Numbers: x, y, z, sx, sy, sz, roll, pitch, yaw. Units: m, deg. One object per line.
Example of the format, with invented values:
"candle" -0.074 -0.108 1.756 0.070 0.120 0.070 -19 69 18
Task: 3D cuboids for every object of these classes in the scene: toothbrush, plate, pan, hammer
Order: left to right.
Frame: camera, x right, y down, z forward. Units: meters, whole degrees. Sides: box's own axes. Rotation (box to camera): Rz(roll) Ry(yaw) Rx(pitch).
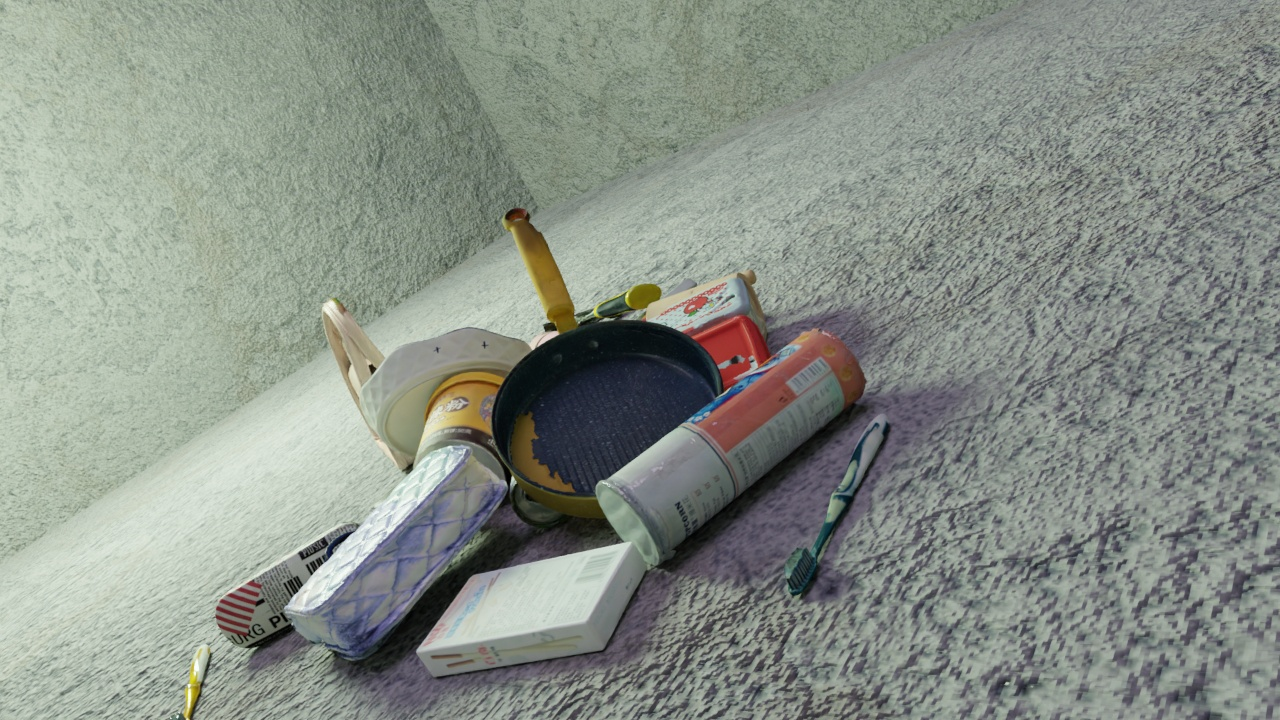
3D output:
"toothbrush" -0.420 0.303 0.856 0.016 0.018 0.191 -31 16 -14
"plate" -0.209 0.046 1.039 0.205 0.205 0.045 -27 56 6
"pan" -0.058 -0.016 0.820 0.197 0.078 0.357 -21 45 -10
"hammer" -0.047 -0.065 1.218 0.126 0.032 0.324 -23 4 -16
"toothbrush" 0.131 0.084 0.598 0.016 0.018 0.191 -16 20 39

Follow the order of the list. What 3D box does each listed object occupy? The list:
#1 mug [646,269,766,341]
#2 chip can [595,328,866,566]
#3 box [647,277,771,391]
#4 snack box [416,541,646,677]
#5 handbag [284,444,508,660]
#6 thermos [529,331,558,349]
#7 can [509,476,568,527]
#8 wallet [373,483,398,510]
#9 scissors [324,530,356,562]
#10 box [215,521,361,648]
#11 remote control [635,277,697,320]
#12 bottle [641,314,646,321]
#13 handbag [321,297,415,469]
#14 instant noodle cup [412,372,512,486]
"mug" 0.074 -0.049 0.984 0.104 0.084 0.124 -20 26 22
"chip can" 0.072 0.059 0.683 0.214 0.071 0.071 -35 17 -22
"box" 0.020 0.002 0.877 0.201 0.058 0.161 -25 44 13
"snack box" -0.077 0.176 0.650 0.157 0.027 0.084 -19 19 30
"handbag" -0.205 0.163 0.783 0.193 0.075 0.134 -48 17 -30
"thermos" -0.079 -0.005 1.162 0.087 0.067 0.199 -11 7 -22
"can" -0.089 0.099 0.853 0.058 0.058 0.146 -27 16 4
"wallet" -0.236 0.142 1.047 0.123 0.020 0.096 -14 21 36
"scissors" -0.221 0.174 0.895 0.172 0.012 0.133 -5 39 -33
"box" -0.331 0.217 0.892 0.164 0.069 0.052 -29 25 -10
"remote control" 0.023 -0.048 1.131 0.019 0.056 0.134 31 52 25
"bottle" -0.006 0.006 1.003 0.058 0.057 0.174 -18 19 33
"handbag" -0.355 0.021 1.223 0.093 0.234 0.193 -36 17 -19
"instant noodle cup" -0.173 0.090 0.938 0.119 0.118 0.114 -24 24 15
